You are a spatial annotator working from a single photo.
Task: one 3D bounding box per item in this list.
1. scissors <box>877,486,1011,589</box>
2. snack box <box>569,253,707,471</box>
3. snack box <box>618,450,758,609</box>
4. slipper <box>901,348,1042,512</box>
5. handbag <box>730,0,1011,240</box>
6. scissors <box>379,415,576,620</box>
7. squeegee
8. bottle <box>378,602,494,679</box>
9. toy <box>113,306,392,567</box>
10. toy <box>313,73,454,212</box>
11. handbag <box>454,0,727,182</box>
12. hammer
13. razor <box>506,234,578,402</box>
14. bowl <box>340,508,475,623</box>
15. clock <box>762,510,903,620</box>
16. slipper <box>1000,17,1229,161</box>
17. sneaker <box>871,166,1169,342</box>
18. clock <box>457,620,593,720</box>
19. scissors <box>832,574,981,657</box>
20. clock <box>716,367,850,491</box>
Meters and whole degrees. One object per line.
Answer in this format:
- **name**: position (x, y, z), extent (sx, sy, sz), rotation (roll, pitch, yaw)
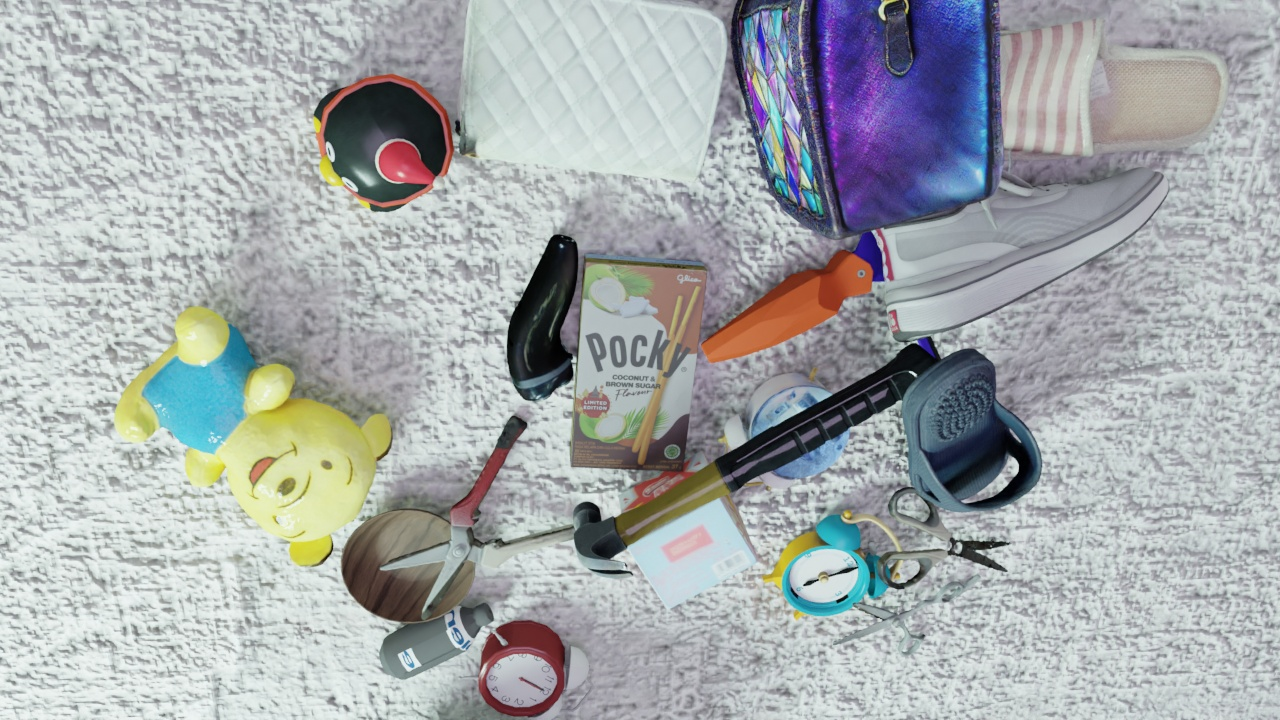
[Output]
- **scissors**: position (0.289, 0.184, 0.881), extent (0.153, 0.013, 0.163), rotation (-43, 108, -18)
- **snack box**: position (-0.005, 0.005, 0.797), extent (0.101, 0.031, 0.186), rotation (3, 110, -7)
- **snack box**: position (0.040, 0.149, 0.823), extent (0.093, 0.094, 0.079), rotation (-29, 110, 6)
- **slipper**: position (0.281, 0.083, 0.767), extent (0.101, 0.082, 0.263), rotation (-36, 145, 5)
- **handbag**: position (0.147, -0.210, 0.636), extent (0.125, 0.204, 0.222), rotation (-15, 109, -1)
- **scissors**: position (-0.125, 0.150, 0.826), extent (0.179, 0.015, 0.199), rotation (22, 89, -25)
- **squeegee**: position (0.136, -0.050, 0.777), extent (0.185, 0.055, 0.249), rotation (-29, 107, 2)
- **bottle**: position (-0.191, 0.262, 0.868), extent (0.112, 0.047, 0.047), rotation (-26, 111, 4)
- **toy**: position (-0.312, 0.060, 0.761), extent (0.214, 0.083, 0.149), rotation (41, 109, -19)
- **toy**: position (-0.187, -0.159, 0.673), extent (0.100, 0.119, 0.097), rotation (-27, 111, 1)
- **handbag**: position (-0.038, -0.211, 0.694), extent (0.195, 0.072, 0.139), rotation (6, 118, -9)
- **hammer**: position (0.091, 0.082, 0.752), extent (0.333, 0.117, 0.025), rotation (-29, 111, 5)
- **razor**: position (-0.074, -0.034, 0.766), extent (0.063, 0.053, 0.141), rotation (11, 108, -22)
- **bowl**: position (-0.211, 0.182, 0.843), extent (0.119, 0.032, 0.119), rotation (-2, 111, -5)
- **clock**: position (0.188, 0.199, 0.886), extent (0.130, 0.043, 0.099), rotation (-34, 110, 15)
- **slipper**: position (0.356, -0.216, 0.741), extent (0.263, 0.052, 0.115), rotation (0, 112, -6)
- **sneaker**: position (0.304, -0.119, 0.759), extent (0.263, 0.097, 0.128), rotation (-24, 88, -6)
- **clock**: position (-0.106, 0.305, 0.894), extent (0.124, 0.044, 0.087), rotation (33, 104, -15)
- **scissors**: position (0.265, 0.247, 0.907), extent (0.165, 0.014, 0.141), rotation (-36, 130, -1)
- **clock**: position (0.127, 0.066, 0.823), extent (0.125, 0.052, 0.089), rotation (-41, 110, 10)
